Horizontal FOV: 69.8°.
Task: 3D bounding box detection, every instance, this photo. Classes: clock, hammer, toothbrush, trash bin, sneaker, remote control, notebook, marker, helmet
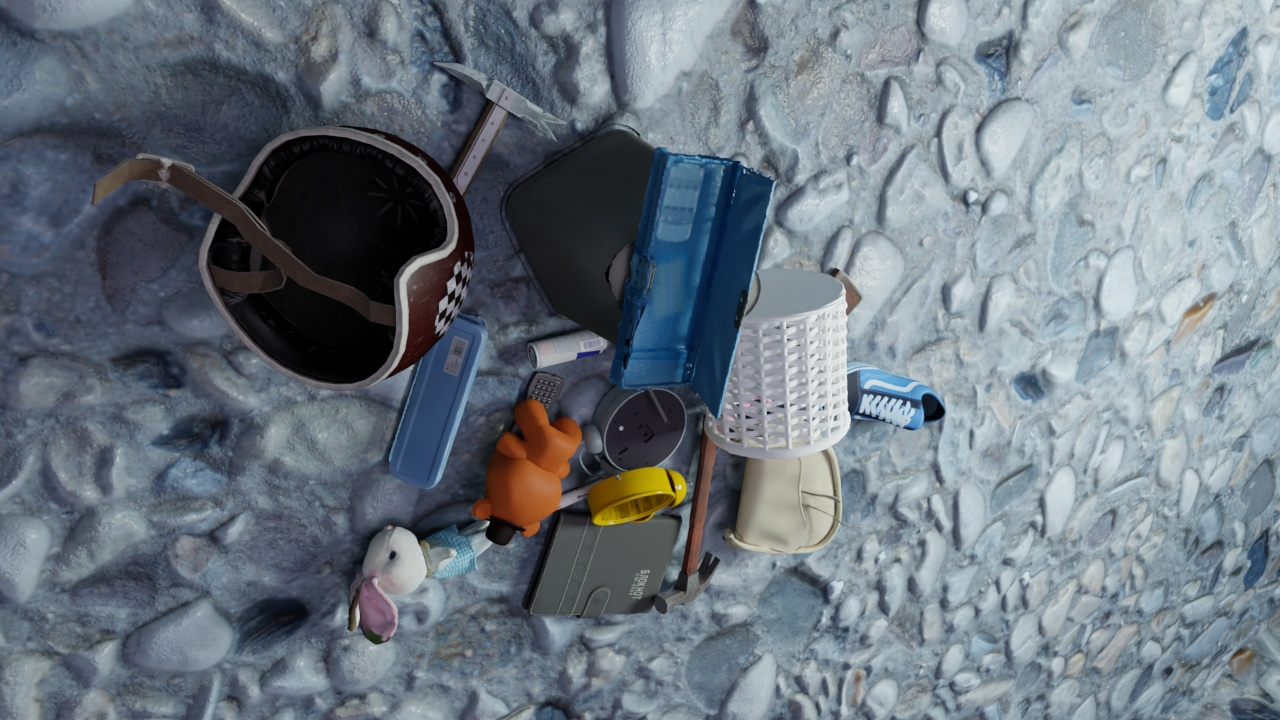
[{"bbox_3d":[-0.012,0.092,1.204,0.159,0.045,0.122,-39,127,-8],"label":"clock"},{"bbox_3d":[0.084,0.215,1.316,0.110,0.028,0.301,-13,118,-44],"label":"hammer"},{"bbox_3d":[-0.007,0.007,1.148,0.013,0.013,0.167,-32,102,-22],"label":"toothbrush"},{"bbox_3d":[-0.003,-0.119,0.995,0.197,0.220,0.197,-34,126,-13],"label":"trash bin"},{"bbox_3d":[0.369,0.060,1.382,0.240,0.098,0.083,5,110,-33],"label":"sneaker"},{"bbox_3d":[-0.005,0.179,1.215,0.114,0.052,0.151,-32,154,31],"label":"clock"},{"bbox_3d":[-0.136,0.072,1.142,0.046,0.009,0.124,18,103,-36],"label":"remote control"},{"bbox_3d":[-0.050,0.289,1.290,0.208,0.029,0.170,9,107,-32],"label":"notebook"},{"bbox_3d":[-0.104,0.186,1.212,0.145,0.017,0.017,-20,122,-22],"label":"marker"},{"bbox_3d":[-0.276,-0.096,0.830,0.233,0.252,0.234,13,131,7],"label":"helmet"},{"bbox_3d":[-0.219,-0.151,0.973,0.147,0.028,0.317,26,98,-31],"label":"hammer"}]

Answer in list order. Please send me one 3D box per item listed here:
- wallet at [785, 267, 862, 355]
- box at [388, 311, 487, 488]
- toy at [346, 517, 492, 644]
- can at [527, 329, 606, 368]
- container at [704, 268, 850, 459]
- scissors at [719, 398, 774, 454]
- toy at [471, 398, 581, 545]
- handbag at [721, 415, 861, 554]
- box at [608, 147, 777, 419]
[{"bbox_3d":[0.258,-0.065,1.304,0.123,0.019,0.072,-49,128,-1],"label":"wallet"},{"bbox_3d":[-0.233,0.042,1.063,0.069,0.064,0.210,21,101,1],"label":"box"},{"bbox_3d":[-0.264,0.237,1.099,0.204,0.131,0.106,-29,105,-31],"label":"toy"},{"bbox_3d":[-0.088,-0.016,1.113,0.095,0.032,0.032,-14,119,-25],"label":"can"},{"bbox_3d":[0.169,0.000,1.170,0.189,0.189,0.187,-17,115,-23],"label":"container"},{"bbox_3d":[0.119,0.070,1.291,0.108,0.016,0.179,-51,128,1],"label":"scissors"},{"bbox_3d":[-0.137,0.140,1.111,0.112,0.096,0.175,34,68,-38],"label":"toy"},{"bbox_3d":[0.218,0.196,1.337,0.183,0.132,0.229,-10,119,-23],"label":"handbag"},{"bbox_3d":[0.052,-0.067,0.843,0.094,0.110,0.232,0,113,-32],"label":"box"}]
